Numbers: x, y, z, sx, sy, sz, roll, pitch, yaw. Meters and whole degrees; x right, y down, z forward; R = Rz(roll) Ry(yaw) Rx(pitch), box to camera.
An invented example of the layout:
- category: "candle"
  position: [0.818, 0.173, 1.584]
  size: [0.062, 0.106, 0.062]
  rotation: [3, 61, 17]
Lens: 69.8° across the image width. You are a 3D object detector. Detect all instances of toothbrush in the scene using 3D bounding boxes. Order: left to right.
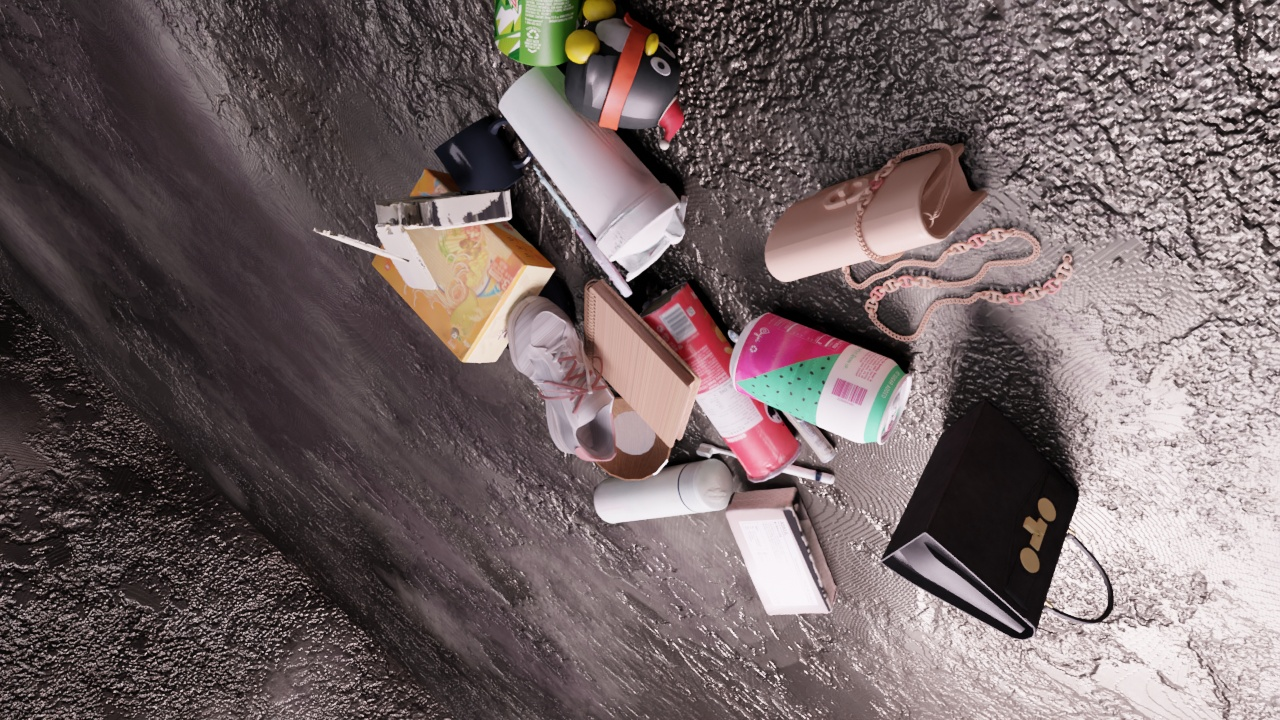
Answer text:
- category: "toothbrush"
  position: [0.147, 0.126, 1.111]
  size: [0.187, 0.017, 0.012]
  rotation: [10, 135, 37]
- category: "toothbrush"
  position: [0.154, 0.038, 1.017]
  size: [0.185, 0.022, 0.024]
  rotation: [51, 175, -9]

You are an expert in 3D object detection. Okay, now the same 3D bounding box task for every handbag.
- category: "handbag"
  position: [0.225, -0.072, 0.763]
  size: [0.199, 0.116, 0.187]
  rotation: [-12, 116, 48]
- category: "handbag"
  position: [0.347, 0.167, 0.837]
  size: [0.196, 0.175, 0.072]
  rotation: [37, 142, 4]

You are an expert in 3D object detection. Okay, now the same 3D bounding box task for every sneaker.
- category: "sneaker"
  position: [-0.078, 0.028, 1.093]
  size: [0.089, 0.099, 0.236]
  rotation: [19, 140, 42]

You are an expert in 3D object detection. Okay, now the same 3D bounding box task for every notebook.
- category: "notebook"
  position: [-0.006, 0.006, 1.067]
  size: [0.169, 0.022, 0.211]
  rotation: [46, 162, 14]

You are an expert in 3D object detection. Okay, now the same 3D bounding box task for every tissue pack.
- category: "tissue pack"
  position: [0.176, 0.237, 1.163]
  size: [0.104, 0.071, 0.181]
  rotation: [-10, 121, 30]

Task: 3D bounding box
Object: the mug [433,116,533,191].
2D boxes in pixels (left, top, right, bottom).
- category: "mug"
  position: [-0.168, -0.231, 1.032]
  size: [0.105, 0.071, 0.077]
  rotation: [-26, 107, 24]

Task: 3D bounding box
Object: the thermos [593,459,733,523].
- category: "thermos"
  position: [0.026, 0.178, 1.236]
  size: [0.231, 0.067, 0.068]
  rotation: [-20, 110, 50]

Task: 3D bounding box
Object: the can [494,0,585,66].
- category: "can"
  position: [-0.088, -0.347, 0.821]
  size: [0.083, 0.082, 0.144]
  rotation: [32, 142, 17]

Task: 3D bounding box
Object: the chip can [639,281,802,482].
- category: "chip can"
  position: [0.088, 0.024, 1.024]
  size: [0.073, 0.073, 0.233]
  rotation: [-21, 109, 51]

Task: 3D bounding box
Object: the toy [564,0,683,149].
- category: "toy"
  position: [-0.010, -0.257, 0.834]
  size: [0.119, 0.097, 0.100]
  rotation: [20, 142, -5]

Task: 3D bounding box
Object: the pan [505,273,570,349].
- category: "pan"
  position: [-0.131, -0.023, 1.225]
  size: [0.199, 0.021, 0.356]
  rotation: [-10, 117, 48]

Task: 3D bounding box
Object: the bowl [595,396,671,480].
- category: "bowl"
  position: [-0.012, 0.098, 1.200]
  size: [0.118, 0.030, 0.118]
  rotation: [5, 108, 16]

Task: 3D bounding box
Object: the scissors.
- category: "scissors"
  position: [-0.057, -0.131, 0.977]
  size: [0.158, 0.014, 0.172]
  rotation: [55, -179, 38]

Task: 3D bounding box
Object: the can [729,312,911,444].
- category: "can"
  position: [0.178, 0.018, 0.919]
  size: [0.166, 0.088, 0.088]
  rotation: [24, 139, 26]

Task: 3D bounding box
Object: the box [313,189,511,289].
- category: "box"
  position: [-0.243, -0.116, 0.953]
  size: [0.144, 0.193, 0.101]
  rotation: [11, 111, 51]

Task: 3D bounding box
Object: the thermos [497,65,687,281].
- category: "thermos"
  position: [-0.044, -0.195, 0.926]
  size: [0.220, 0.099, 0.100]
  rotation: [51, 143, -2]

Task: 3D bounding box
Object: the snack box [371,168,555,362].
- category: "snack box"
  position: [-0.210, -0.114, 1.101]
  size: [0.195, 0.080, 0.145]
  rotation: [44, 111, 23]
